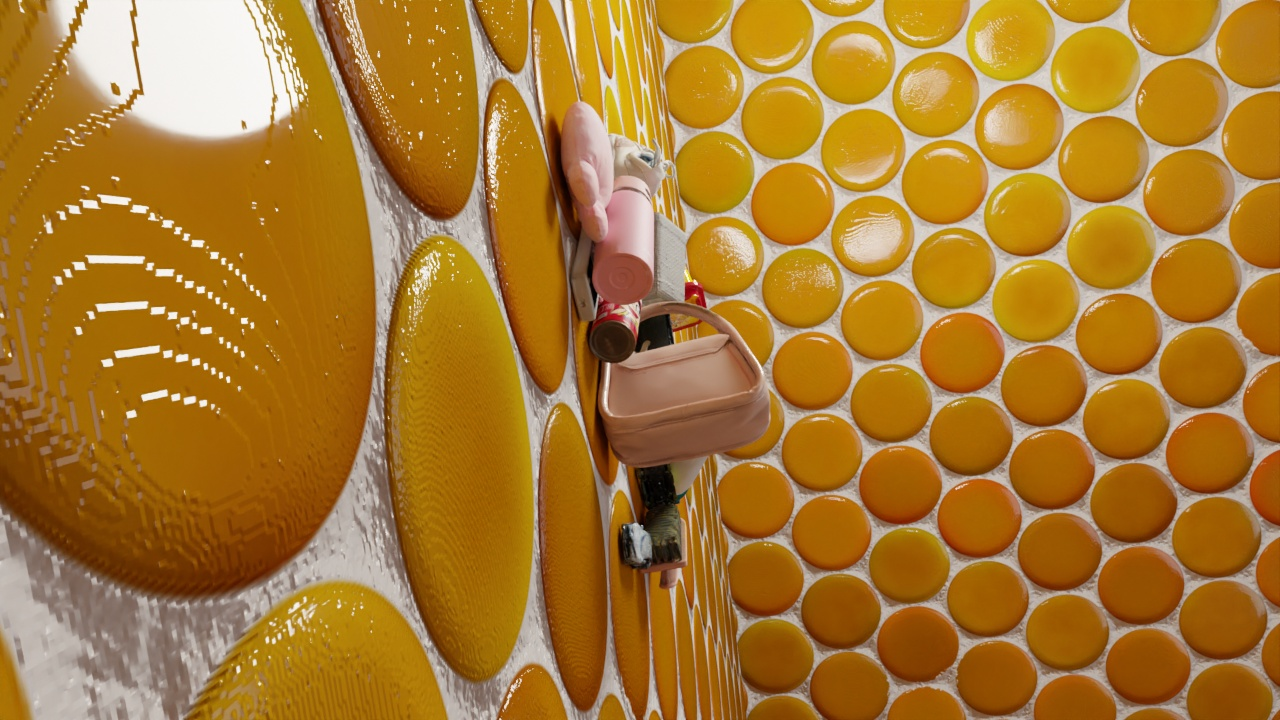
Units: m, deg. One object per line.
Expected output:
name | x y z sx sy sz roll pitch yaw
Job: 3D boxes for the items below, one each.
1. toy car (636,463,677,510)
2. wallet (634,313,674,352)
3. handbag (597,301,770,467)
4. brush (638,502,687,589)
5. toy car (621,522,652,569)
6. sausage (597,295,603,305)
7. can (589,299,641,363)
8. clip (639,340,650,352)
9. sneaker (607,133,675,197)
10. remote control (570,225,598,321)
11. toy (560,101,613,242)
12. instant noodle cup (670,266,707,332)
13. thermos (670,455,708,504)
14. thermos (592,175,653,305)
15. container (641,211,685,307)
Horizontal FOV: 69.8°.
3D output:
toy car | 0.022 0.169 1.292 0.032 0.048 0.105 -109 -174 -51
wallet | 0.013 -0.051 1.334 0.121 0.019 0.097 21 -54 58
handbag | 0.040 0.007 1.096 0.093 0.193 0.233 78 -2 -46
brush | 0.033 0.248 1.242 0.145 0.063 0.073 -78 156 -74
toy car | -0.003 0.224 1.103 0.105 0.031 0.049 60 23 -70
sausage | -0.048 -0.099 1.110 0.155 0.020 0.020 -83 164 -65
can | -0.028 -0.049 1.079 0.132 0.053 0.053 -83 164 -63
clip | -0.009 -0.004 1.288 0.104 0.035 0.084 -31 118 -74
sneaker | -0.004 -0.273 1.269 0.241 0.091 0.089 -87 156 -66
remote control | -0.057 -0.102 1.028 0.149 0.021 0.058 -87 168 -58
toy | -0.057 -0.203 0.988 0.159 0.054 0.121 -94 172 -45
instant noodle cup | 0.038 -0.121 1.500 0.116 0.116 0.123 68 5 -63
thermos | 0.060 0.135 1.317 0.225 0.073 0.073 110 -19 -56
thermos | -0.014 -0.135 1.042 0.198 0.067 0.087 -90 157 -55
container | 0.008 -0.124 1.247 0.090 0.090 0.114 28 55 -54
